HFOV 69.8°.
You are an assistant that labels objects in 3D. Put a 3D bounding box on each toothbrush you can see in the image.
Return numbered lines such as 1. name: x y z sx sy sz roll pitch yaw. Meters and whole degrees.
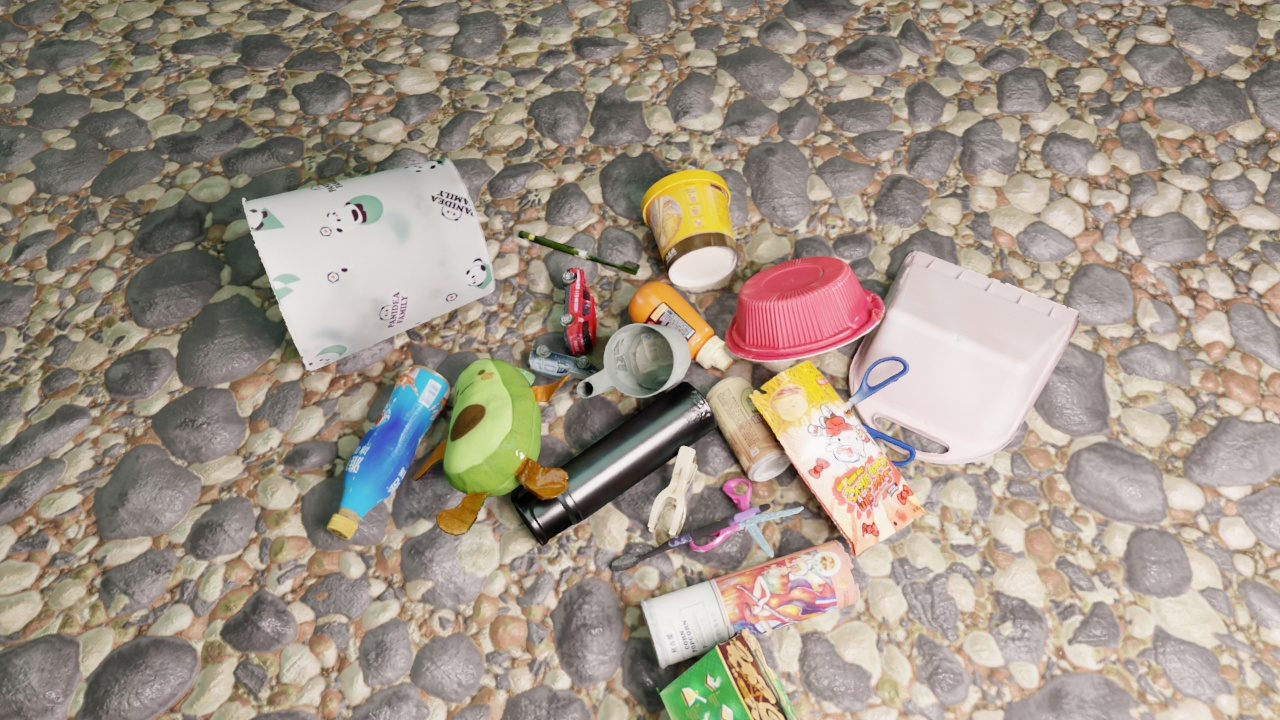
1. toothbrush: 0.053 0.190 0.994 0.189 0.017 0.014 -23 50 6
2. toothbrush: -0.086 -0.151 1.262 0.186 0.012 0.017 19 54 18

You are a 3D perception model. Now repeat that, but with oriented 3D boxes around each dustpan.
1. dustpan: 0.376 -0.002 1.117 0.223 0.139 0.272 27 35 23

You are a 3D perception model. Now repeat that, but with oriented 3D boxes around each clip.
1. clip: 0.041 0.149 1.030 0.035 0.070 0.099 17 64 16

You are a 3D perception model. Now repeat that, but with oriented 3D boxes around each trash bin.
1. trash bin: -0.334 -0.133 1.158 0.251 0.230 0.229 -22 57 -15

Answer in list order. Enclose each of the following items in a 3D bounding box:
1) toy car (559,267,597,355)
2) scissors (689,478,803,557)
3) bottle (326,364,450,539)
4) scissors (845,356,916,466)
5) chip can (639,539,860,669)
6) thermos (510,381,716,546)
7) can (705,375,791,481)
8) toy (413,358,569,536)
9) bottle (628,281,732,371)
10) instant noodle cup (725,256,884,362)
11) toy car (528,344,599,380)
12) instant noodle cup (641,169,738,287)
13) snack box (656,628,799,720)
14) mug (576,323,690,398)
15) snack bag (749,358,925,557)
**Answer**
1. toy car: -0.079 -0.064 1.180 0.045 0.053 0.120 -4 59 1
2. scissors: 0.114 0.171 1.001 0.133 0.017 0.133 -18 34 21
3. bottle: -0.299 0.108 1.080 0.065 0.065 0.218 16 60 16
4. scissors: 0.245 0.059 1.050 0.176 0.012 0.162 37 100 14
5. chip can: 0.112 0.248 0.940 0.214 0.071 0.071 -16 56 -6
6. thermos: -0.035 0.109 1.049 0.242 0.068 0.090 -32 56 -15
7. can: 0.125 0.078 1.058 0.058 0.059 0.116 -23 57 -9
8. toy: -0.170 0.084 1.051 0.227 0.090 0.246 -29 39 9
9. bottle: 0.054 -0.037 1.144 0.149 0.067 0.066 40 68 19
10. instant noodle cup: 0.187 -0.070 1.092 0.194 0.066 0.193 -17 23 7
11. toy car: -0.096 0.007 1.140 0.091 0.043 0.034 13 74 14
12. instant noodle cup: 0.070 -0.167 1.199 0.118 0.119 0.114 -12 64 -2
13. snack box: 0.088 0.336 0.868 0.105 0.118 0.117 -30 57 1
14. mug: -0.006 0.006 1.080 0.124 0.103 0.083 -27 86 15
15. snack bag: 0.212 0.102 0.997 0.128 0.073 0.208 -19 66 -40
